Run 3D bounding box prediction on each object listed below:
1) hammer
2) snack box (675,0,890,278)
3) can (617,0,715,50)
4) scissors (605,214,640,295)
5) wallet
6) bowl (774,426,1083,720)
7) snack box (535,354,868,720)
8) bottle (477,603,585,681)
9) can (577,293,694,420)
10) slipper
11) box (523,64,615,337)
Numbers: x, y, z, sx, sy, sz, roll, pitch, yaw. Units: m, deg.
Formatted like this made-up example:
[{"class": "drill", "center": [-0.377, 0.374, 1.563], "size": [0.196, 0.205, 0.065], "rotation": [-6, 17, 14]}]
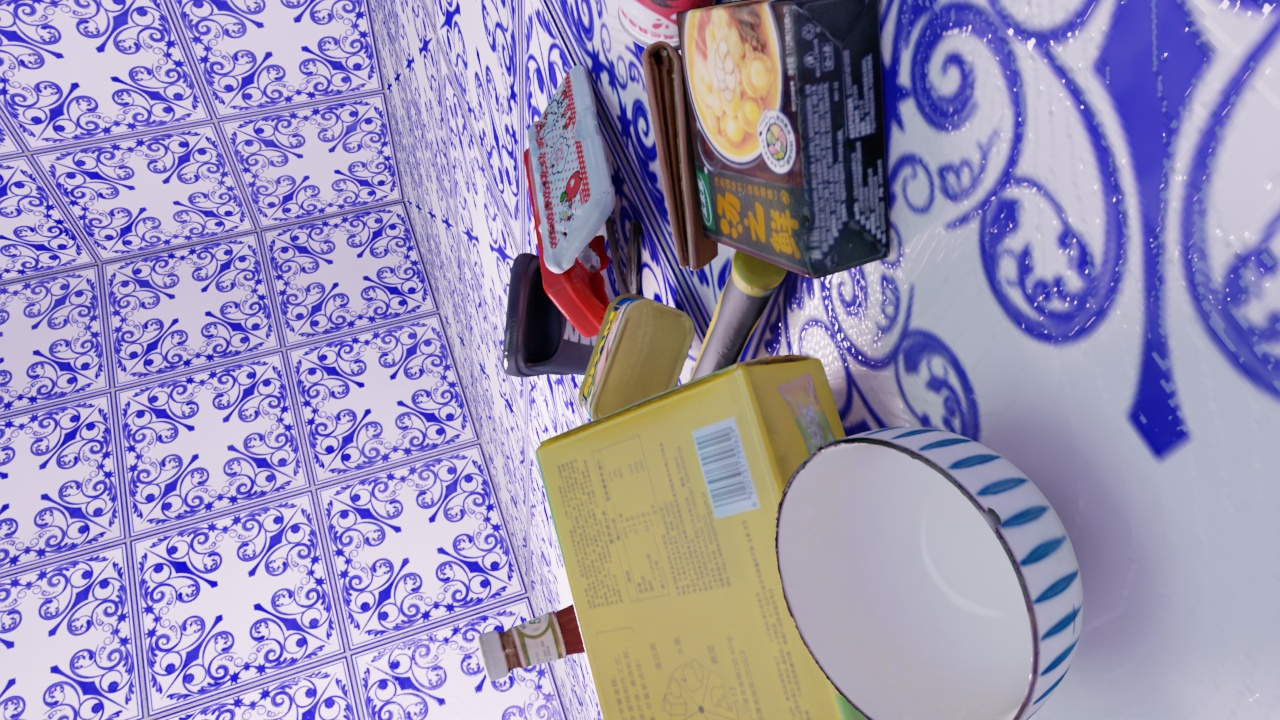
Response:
[{"class": "hammer", "center": [0.035, 0.038, 0.607], "size": [0.324, 0.032, 0.125], "rotation": [108, -178, -55]}, {"class": "snack box", "center": [0.062, -0.109, 0.427], "size": [0.126, 0.053, 0.113], "rotation": [34, 137, 60]}, {"class": "can", "center": [0.021, -0.216, 0.448], "size": [0.133, 0.053, 0.053], "rotation": [111, 142, -65]}, {"class": "scissors", "center": [-0.008, -0.031, 0.806], "size": [0.189, 0.015, 0.225], "rotation": [144, 111, -74]}, {"class": "wallet", "center": [0.026, -0.110, 0.505], "size": [0.101, 0.020, 0.115], "rotation": [-41, -56, -74]}, {"class": "bowl", "center": [0.114, 0.078, 0.348], "size": [0.116, 0.066, 0.116], "rotation": [24, 121, 50]}, {"class": "snack box", "center": [0.041, 0.119, 0.464], "size": [0.158, 0.069, 0.210], "rotation": [-24, 78, 42]}, {"class": "bottle", "center": [-0.018, 0.190, 0.686], "size": [0.060, 0.206, 0.060], "rotation": [165, 91, -76]}, {"class": "can", "center": [-0.004, 0.004, 0.660], "size": [0.083, 0.057, 0.102], "rotation": [-151, 80, -81]}, {"class": "slipper", "center": [-0.065, -0.037, 0.862], "size": [0.268, 0.083, 0.110], "rotation": [11, -98, -83]}, {"class": "box", "center": [-0.058, -0.130, 0.740], "size": [0.155, 0.074, 0.201], "rotation": [94, 168, -46]}]
